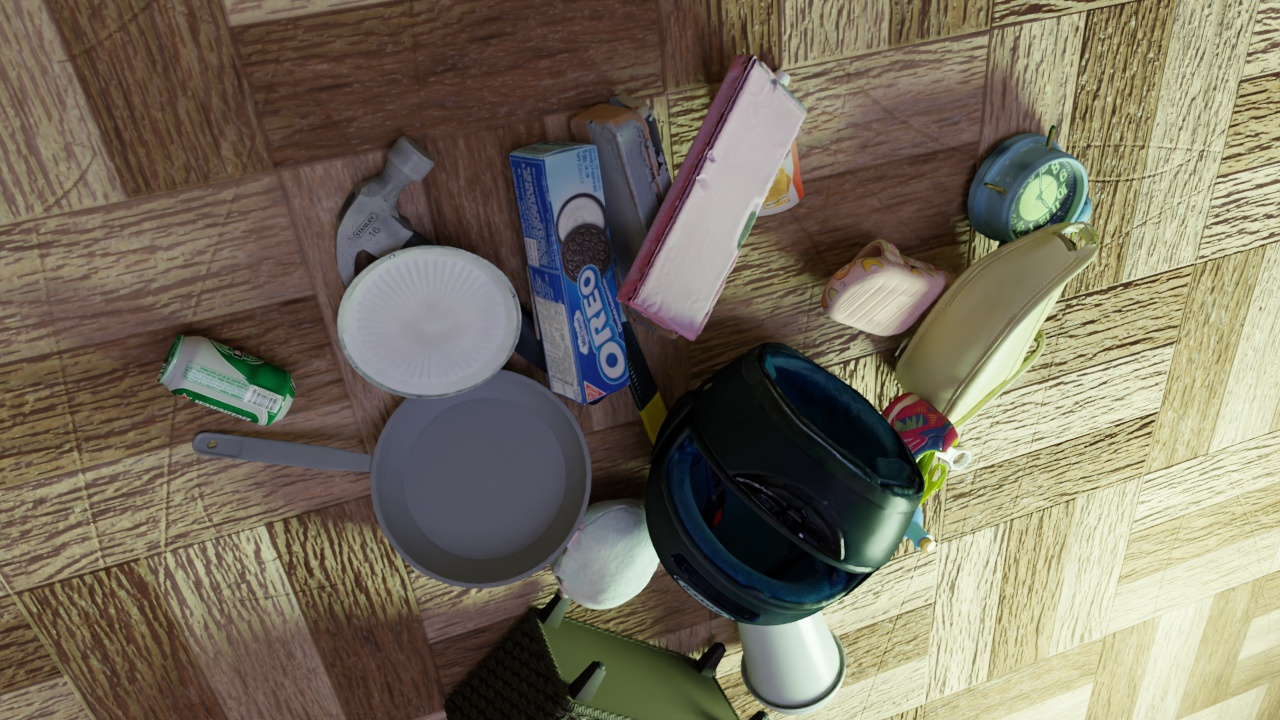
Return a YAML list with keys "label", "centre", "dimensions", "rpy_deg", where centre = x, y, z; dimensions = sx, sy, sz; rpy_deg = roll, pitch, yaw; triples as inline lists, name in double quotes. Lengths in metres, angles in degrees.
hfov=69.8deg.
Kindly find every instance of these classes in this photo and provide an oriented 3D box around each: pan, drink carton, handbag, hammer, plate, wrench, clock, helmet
- label: "pan"
  centre: [-0.224, 0.098, 0.847]
  dimensions: [0.356, 0.051, 0.200]
  rpy_deg: [7, 81, -2]
- label: "drink carton"
  centre: [0.113, -0.199, 0.847]
  dimensions: [0.069, 0.039, 0.122]
  rpy_deg: [-19, 117, -9]
- label: "handbag"
  centre: [0.371, -0.036, 0.971]
  dimensions: [0.190, 0.088, 0.233]
  rpy_deg: [-30, 151, -17]
- label: "hammer"
  centre: [-0.134, -0.054, 0.834]
  dimensions: [0.139, 0.035, 0.312]
  rpy_deg: [-46, 124, 11]
- label: "plate"
  centre: [-0.183, -0.033, 0.801]
  dimensions: [0.157, 0.014, 0.157]
  rpy_deg: [-8, 126, -12]
- label: "wrench"
  centre: [0.305, 0.080, 1.092]
  dimensions: [0.273, 0.009, 0.047]
  rpy_deg: [24, 108, -30]
- label: "clock"
  centre: [0.413, -0.163, 0.964]
  dimensions: [0.118, 0.060, 0.162]
  rpy_deg: [-43, 128, 4]
- label: "helmet"
  centre: [0.121, 0.133, 0.872]
  dimensions: [0.249, 0.315, 0.236]
  rpy_deg: [37, 105, 0]

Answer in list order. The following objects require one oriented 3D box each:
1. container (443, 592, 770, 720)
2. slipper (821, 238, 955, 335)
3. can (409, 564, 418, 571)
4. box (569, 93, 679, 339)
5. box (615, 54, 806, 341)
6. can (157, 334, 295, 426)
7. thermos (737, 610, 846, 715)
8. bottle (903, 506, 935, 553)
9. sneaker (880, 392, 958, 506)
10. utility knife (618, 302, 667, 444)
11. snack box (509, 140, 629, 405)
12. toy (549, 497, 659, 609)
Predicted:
- label: "container"
  centre: [-0.026, 0.417, 1.065]
  dimensions: [0.320, 0.176, 0.205]
  rpy_deg: [28, 102, -32]
- label: "slipper"
  centre: [0.240, -0.080, 0.935]
  dimensions: [0.196, 0.081, 0.093]
  rpy_deg: [1, 141, -46]
- label: "can"
  centre: [-0.165, 0.150, 0.910]
  dimensions: [0.146, 0.079, 0.079]
  rpy_deg: [-24, 124, -7]
- label: "box"
  centre: [0.002, -0.123, 0.816]
  dimensions: [0.062, 0.081, 0.216]
  rpy_deg: [-32, 126, -21]
- label: "box"
  centre: [0.063, -0.136, 0.782]
  dimensions: [0.098, 0.037, 0.232]
  rpy_deg: [30, 86, -45]
- label: "can"
  centre: [-0.349, 0.018, 0.779]
  dimensions: [0.101, 0.053, 0.053]
  rpy_deg: [27, 106, -32]
- label: "thermos"
  centre: [0.167, 0.314, 1.098]
  dimensions: [0.131, 0.131, 0.222]
  rpy_deg: [-24, 125, -7]
- label: "bottle"
  centre: [0.300, 0.178, 1.073]
  dimensions: [0.048, 0.131, 0.048]
  rpy_deg: [-9, 121, -16]
- label: "sneaker"
  centre: [0.260, 0.151, 1.007]
  dimensions: [0.116, 0.091, 0.242]
  rpy_deg: [-17, 140, -49]
- label: "utility knife"
  centre: [-0.005, 0.005, 0.924]
  dimensions: [0.028, 0.020, 0.213]
  rpy_deg: [-26, 126, -7]
- label: "snack box"
  centre: [-0.060, -0.076, 0.807]
  dimensions: [0.059, 0.059, 0.227]
  rpy_deg: [-23, 117, -34]
- label: "toy"
  centre: [-0.011, 0.198, 0.993]
  dimensions: [0.179, 0.101, 0.139]
  rpy_deg: [-22, 138, -29]
